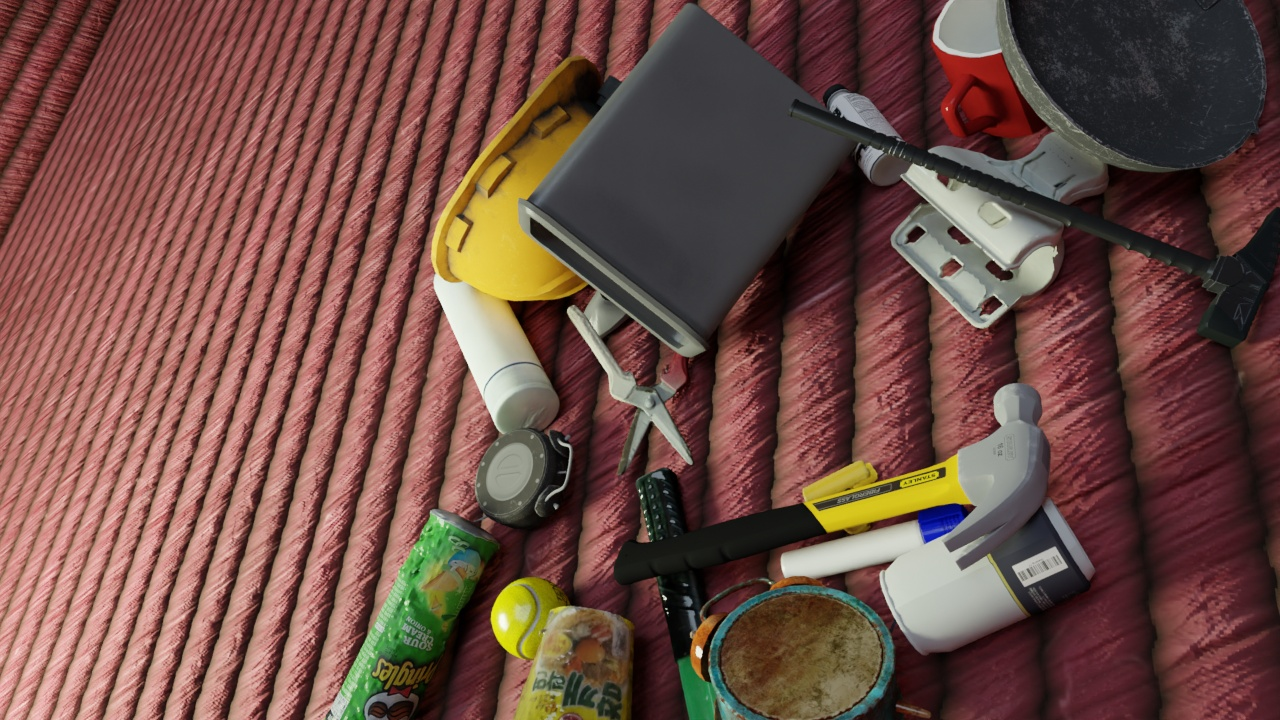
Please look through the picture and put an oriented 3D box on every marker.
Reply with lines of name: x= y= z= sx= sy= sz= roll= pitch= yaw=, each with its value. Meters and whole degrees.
marker: x=0.162 y=0.128 z=0.637 sx=0.133 sy=0.027 sz=0.023 roll=-21 pitch=17 yaw=27

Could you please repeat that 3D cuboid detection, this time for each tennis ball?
tennis ball: x=-0.089 y=0.211 z=0.754 sx=0.066 sy=0.065 sz=0.065 roll=-18 pitch=55 yaw=28

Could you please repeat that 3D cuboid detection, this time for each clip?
clip: x=0.148 y=0.100 z=0.664 sx=0.054 sy=0.046 sz=0.048 roll=-29 pitch=26 yaw=19
clip: x=0.262 y=-0.114 z=0.669 sx=0.151 sy=0.110 sz=0.126 roll=-48 pitch=48 yaw=19

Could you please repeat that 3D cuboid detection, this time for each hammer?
hammer: x=0.040 y=0.222 z=0.676 sx=0.130 sy=0.032 sz=0.318 roll=-30 pitch=50 yaw=22
hammer: x=0.113 y=0.109 z=0.627 sx=0.324 sy=0.029 sz=0.126 roll=-22 pitch=27 yaw=31
hammer: x=0.252 y=-0.118 z=0.617 sx=0.325 sy=0.015 sz=0.095 roll=26 pitch=79 yaw=16

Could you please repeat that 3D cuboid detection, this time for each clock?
clock: x=-0.102 y=0.108 z=0.839 sx=0.123 sy=0.043 sz=0.091 roll=-10 pitch=59 yaw=33
clock: x=0.097 y=0.201 z=0.596 sx=0.121 sy=0.073 sz=0.157 roll=-23 pitch=32 yaw=-15

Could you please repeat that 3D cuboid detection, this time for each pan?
pan: x=0.374 y=-0.270 z=0.652 sx=0.356 sy=0.207 sz=0.040 roll=-50 pitch=0 yaw=-22

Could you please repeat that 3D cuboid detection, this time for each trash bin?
trash bin: x=0.038 y=-0.147 z=0.770 sx=0.219 sy=0.192 sz=0.098 roll=-52 pitch=3 yaw=-7

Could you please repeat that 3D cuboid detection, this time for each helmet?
helmet: x=-0.072 y=-0.146 z=0.888 sx=0.131 sy=0.205 sz=0.255 roll=38 pitch=99 yaw=9

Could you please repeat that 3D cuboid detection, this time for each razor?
razor: x=-0.005 y=-0.084 z=0.873 sx=0.057 sy=0.060 sz=0.156 roll=48 pitch=117 yaw=32

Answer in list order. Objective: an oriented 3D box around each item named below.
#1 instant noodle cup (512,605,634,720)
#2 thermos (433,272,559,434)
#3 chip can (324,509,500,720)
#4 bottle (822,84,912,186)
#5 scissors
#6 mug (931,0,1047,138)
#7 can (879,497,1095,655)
instant noodle cup: x=-0.045 y=0.247 z=0.685 sx=0.102 sy=0.102 sz=0.108 roll=-11 pitch=54 yaw=33
thermos: x=-0.151 y=-0.021 z=0.936 sx=0.068 sy=0.068 sz=0.230 roll=-42 pitch=47 yaw=10
chip can: x=-0.205 y=0.245 z=0.820 sx=0.075 sy=0.075 sz=0.223 roll=17 pitch=76 yaw=42
bottle: x=0.192 y=-0.200 z=0.795 sx=0.041 sy=0.041 sz=0.116 roll=-36 pitch=49 yaw=16
scissors: x=-0.002 y=0.003 z=0.823 sx=0.179 sy=0.015 sz=0.198 roll=22 pitch=74 yaw=24
mug: x=0.273 y=-0.222 z=0.706 sx=0.080 sy=0.096 sz=0.116 roll=32 pitch=87 yaw=44
can: x=0.208 y=0.136 z=0.571 sx=0.127 sy=0.064 sz=0.064 roll=-32 pitch=50 yaw=19
